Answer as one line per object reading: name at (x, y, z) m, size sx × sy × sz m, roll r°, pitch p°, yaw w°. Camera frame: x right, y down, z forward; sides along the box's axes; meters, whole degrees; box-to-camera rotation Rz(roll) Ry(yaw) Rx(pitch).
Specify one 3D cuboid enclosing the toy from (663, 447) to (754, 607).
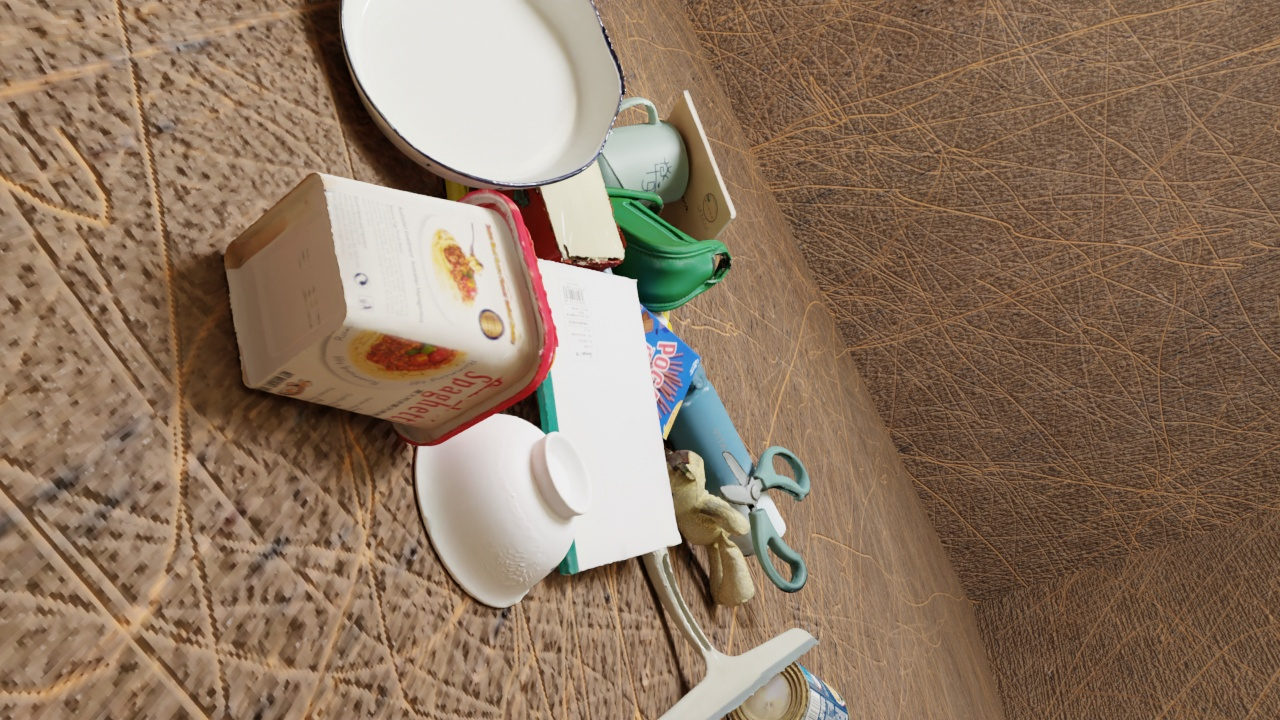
toy at (0.055, 0.150, 0.814) m, size 0.157 × 0.066 × 0.105 m, roll 65°, pitch -15°, yaw -17°

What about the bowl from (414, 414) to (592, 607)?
bowl at (-0.068, 0.075, 0.530) m, size 0.118 × 0.065 × 0.118 m, roll 54°, pitch 21°, yaw -32°

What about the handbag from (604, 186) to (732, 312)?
handbag at (0.007, -0.109, 0.847) m, size 0.120 × 0.068 × 0.131 m, roll -21°, pitch 47°, yaw -41°

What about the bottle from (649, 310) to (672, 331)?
bottle at (-0.005, -0.050, 0.873) m, size 0.063 × 0.063 × 0.108 m, roll 49°, pitch 25°, yaw -42°

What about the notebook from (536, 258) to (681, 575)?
notebook at (-0.025, 0.036, 0.651) m, size 0.150 × 0.012 × 0.209 m, roll 4°, pitch 76°, yaw -60°

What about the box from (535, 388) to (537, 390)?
box at (-0.092, -0.026, 0.624) m, size 0.201 × 0.049 × 0.087 m, roll 19°, pitch 59°, yaw -66°

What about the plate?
plate at (-0.111, -0.210, 0.647) m, size 0.204 × 0.046 × 0.204 m, roll 10°, pitch 71°, yaw -31°

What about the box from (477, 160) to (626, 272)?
box at (-0.072, -0.146, 0.727) m, size 0.091 × 0.080 × 0.168 m, roll -7°, pitch 76°, yaw -51°

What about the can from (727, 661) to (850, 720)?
can at (0.128, 0.301, 0.791) m, size 0.111 × 0.075 × 0.075 m, roll 46°, pitch 26°, yaw -47°

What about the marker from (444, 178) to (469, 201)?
marker at (-0.126, -0.092, 0.655) m, size 0.018 × 0.015 × 0.124 m, roll 33°, pitch 39°, yaw -55°

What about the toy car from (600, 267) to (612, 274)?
toy car at (-0.055, -0.086, 0.791) m, size 0.036 × 0.054 × 0.120 m, roll 11°, pitch 57°, yaw -66°

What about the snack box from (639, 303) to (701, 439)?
snack box at (-0.005, 0.005, 0.785) m, size 0.157 × 0.026 × 0.084 m, roll 37°, pitch 74°, yaw -54°

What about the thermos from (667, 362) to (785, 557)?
thermos at (0.071, 0.090, 0.912) m, size 0.220 × 0.070 × 0.070 m, roll 62°, pitch 18°, yaw -15°

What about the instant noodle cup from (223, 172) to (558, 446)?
instant noodle cup at (-0.121, -0.026, 0.447) m, size 0.124 × 0.117 × 0.116 m, roll 11°, pitch 56°, yaw -54°

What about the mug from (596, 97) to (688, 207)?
mug at (-0.017, -0.204, 0.918) m, size 0.082 × 0.106 × 0.112 m, roll 42°, pitch -41°, yaw 48°

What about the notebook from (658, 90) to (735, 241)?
notebook at (0.032, -0.163, 0.980) m, size 0.208 × 0.008 × 0.147 m, roll -49°, pitch -124°, yaw 59°

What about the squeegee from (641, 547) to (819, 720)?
squeegee at (0.017, 0.154, 0.723) m, size 0.245 × 0.039 × 0.246 m, roll -9°, pitch 69°, yaw -54°

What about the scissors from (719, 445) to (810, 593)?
scissors at (0.126, 0.155, 0.886) m, size 0.173 × 0.019 × 0.177 m, roll 9°, pitch 71°, yaw -53°
